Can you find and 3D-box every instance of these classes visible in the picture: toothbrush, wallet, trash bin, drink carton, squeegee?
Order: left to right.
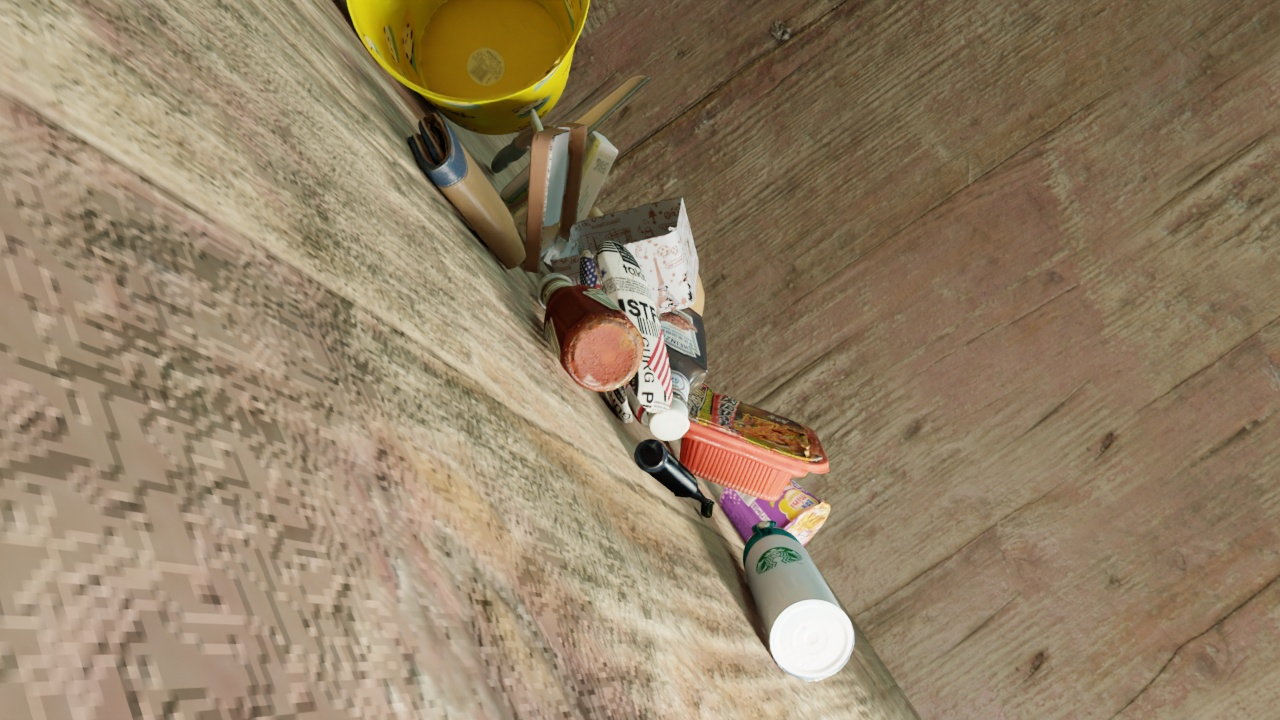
[{"bbox_3d":[-0.137,-0.136,0.741,0.115,0.033,0.090,53,7,-43],"label":"wallet"},{"bbox_3d":[-0.169,-0.360,0.981,0.229,0.229,0.255,55,-2,-4],"label":"trash bin"},{"bbox_3d":[-0.140,-0.269,1.152,0.040,0.247,0.250,52,-24,-21],"label":"squeegee"},{"bbox_3d":[-0.127,-0.171,1.072,0.053,0.045,0.122,52,4,-27],"label":"drink carton"},{"bbox_3d":[-0.089,-0.187,1.019,0.016,0.018,0.191,-119,-168,-61],"label":"toothbrush"},{"bbox_3d":[0.037,0.110,0.809,0.212,0.026,0.027,50,40,-63],"label":"toothbrush"}]

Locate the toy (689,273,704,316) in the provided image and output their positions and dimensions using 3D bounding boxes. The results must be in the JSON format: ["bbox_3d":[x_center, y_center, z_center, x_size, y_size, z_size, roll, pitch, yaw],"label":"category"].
[{"bbox_3d":[0.026,-0.067,1.123,0.226,0.143,0.082,33,-4,-34],"label":"toy"}]

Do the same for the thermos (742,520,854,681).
[{"bbox_3d":[0.132,0.204,0.825,0.073,0.073,0.224,54,3,-5],"label":"thermos"}]

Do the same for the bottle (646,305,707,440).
[{"bbox_3d":[0.028,0.005,0.894,0.080,0.044,0.194,26,31,-14],"label":"bottle"}]

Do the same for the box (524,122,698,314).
[{"bbox_3d":[-0.037,-0.154,0.926,0.182,0.156,0.192,-78,156,-69],"label":"box"}]

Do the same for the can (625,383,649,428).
[{"bbox_3d":[-0.006,0.006,0.961,0.132,0.053,0.053,57,4,34],"label":"can"}]

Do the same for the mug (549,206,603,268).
[{"bbox_3d":[-0.049,-0.123,1.170,0.103,0.084,0.124,50,43,-30],"label":"mug"}]

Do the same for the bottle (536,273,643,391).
[{"bbox_3d":[-0.050,-0.033,0.723,0.060,0.060,0.206,53,-2,-23],"label":"bottle"}]

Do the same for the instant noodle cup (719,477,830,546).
[{"bbox_3d":[0.158,0.182,1.122,0.099,0.111,0.111,47,-1,31],"label":"instant noodle cup"}]

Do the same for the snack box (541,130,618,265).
[{"bbox_3d":[-0.080,-0.195,1.102,0.027,0.157,0.084,22,18,-23],"label":"snack box"}]

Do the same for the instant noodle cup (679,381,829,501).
[{"bbox_3d":[0.113,0.093,1.046,0.189,0.079,0.164,18,13,2],"label":"instant noodle cup"}]

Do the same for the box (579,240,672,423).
[{"bbox_3d":[-0.028,-0.024,0.809,0.074,0.081,0.163,15,58,-62],"label":"box"}]
